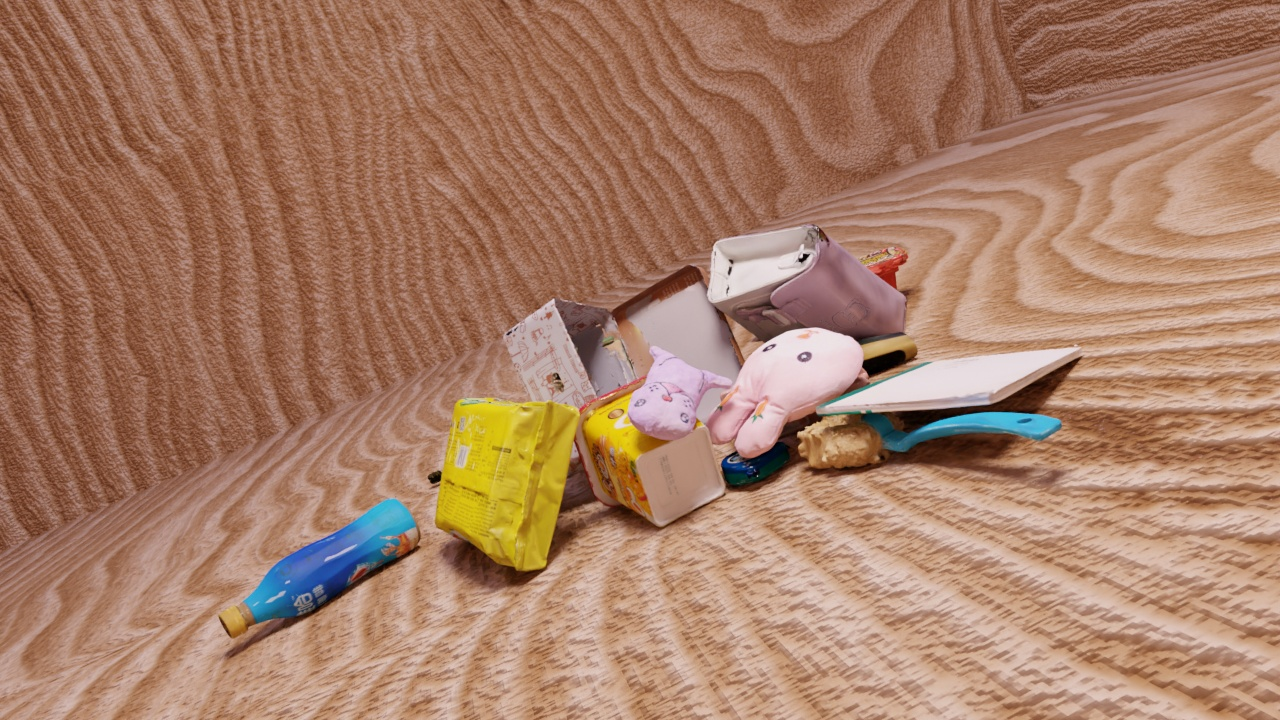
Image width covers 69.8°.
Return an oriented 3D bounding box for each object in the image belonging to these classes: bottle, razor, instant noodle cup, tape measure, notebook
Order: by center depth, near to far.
[{"bbox_3d":[0.269,0.016,0.790,0.151,0.012,0.208,-7,5,44],"label":"notebook"},{"bbox_3d":[0.103,0.096,0.842,0.058,0.025,0.055,-25,8,-39],"label":"tape measure"},{"bbox_3d":[0.012,0.088,0.862,0.116,0.116,0.124,-24,22,-17],"label":"instant noodle cup"},{"bbox_3d":[-0.347,0.227,0.998,0.218,0.065,0.065,-29,12,-35],"label":"bottle"},{"bbox_3d":[0.219,0.008,1.004,0.167,0.062,0.067,-16,41,2],"label":"razor"},{"bbox_3d":[0.277,-0.094,1.263,0.165,0.079,0.188,-14,4,35],"label":"instant noodle cup"}]

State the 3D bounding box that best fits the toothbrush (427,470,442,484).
[{"bbox_3d":[-0.204,0.130,1.308,0.212,0.027,0.026,-22,55,0],"label":"toothbrush"}]

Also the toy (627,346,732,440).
[{"bbox_3d":[0.029,0.033,0.811,0.084,0.039,0.107,22,38,10],"label":"toy"}]

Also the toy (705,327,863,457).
[{"bbox_3d":[0.132,0.026,0.852,0.159,0.054,0.121,-44,29,-19],"label":"toy"}]

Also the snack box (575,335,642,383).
[{"bbox_3d":[-0.039,0.033,1.138,0.118,0.117,0.105,-23,-9,5],"label":"snack box"}]

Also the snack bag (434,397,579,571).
[{"bbox_3d":[-0.147,0.112,0.919,0.068,0.158,0.247,17,-9,-27],"label":"snack bag"}]

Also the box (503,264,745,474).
[{"bbox_3d":[-0.011,0.005,0.991,0.198,0.181,0.157,-29,-17,22],"label":"box"}]

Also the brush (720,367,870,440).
[{"bbox_3d":[0.157,0.040,0.915,0.146,0.063,0.073,-19,7,9],"label":"brush"}]

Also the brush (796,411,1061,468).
[{"bbox_3d":[0.216,0.056,0.722,0.083,0.046,0.255,-23,4,-26],"label":"brush"}]

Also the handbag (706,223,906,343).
[{"bbox_3d":[0.189,-0.067,1.028,0.145,0.098,0.197,-17,-34,38],"label":"handbag"}]
